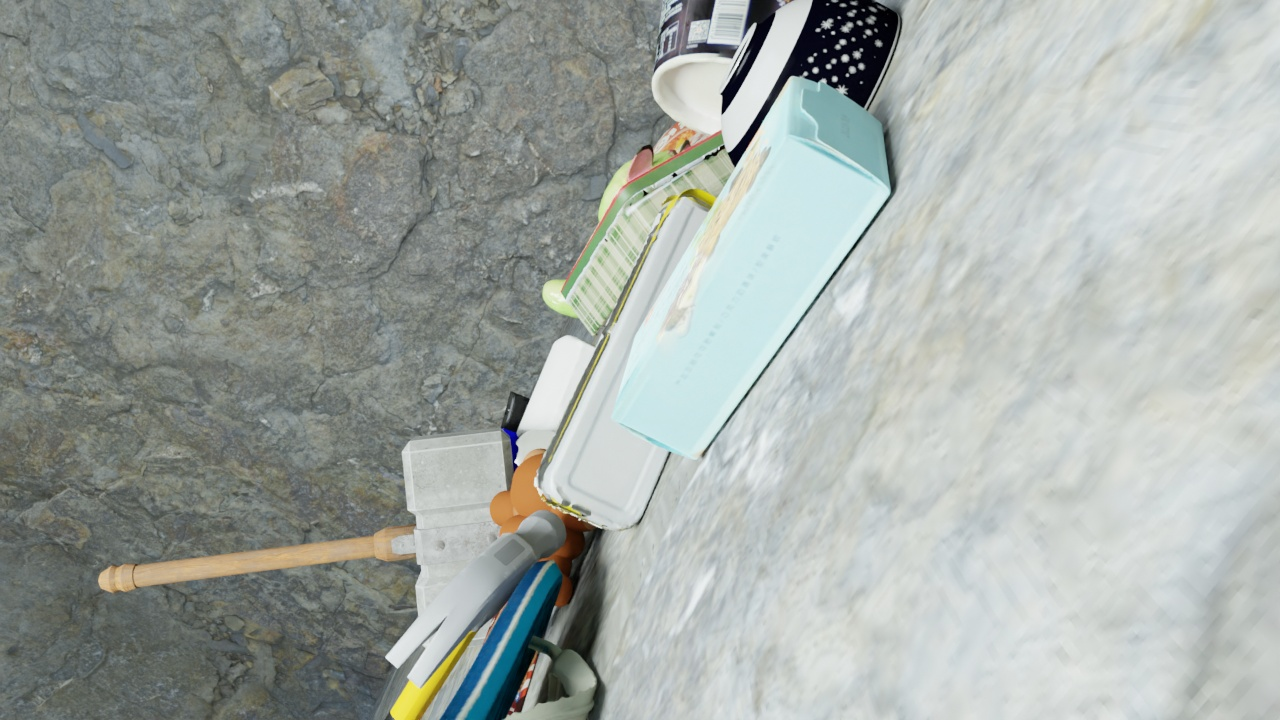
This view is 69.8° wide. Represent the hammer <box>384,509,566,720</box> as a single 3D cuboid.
[{"bbox_3d":[-0.156,0.237,0.596,0.324,0.029,0.126,-57,-12,23],"label":"hammer"}]

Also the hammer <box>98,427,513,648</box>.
[{"bbox_3d":[-0.255,0.152,0.721,0.083,0.317,0.162,172,93,-81],"label":"hammer"}]

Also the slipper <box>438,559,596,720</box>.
[{"bbox_3d":[-0.068,0.190,0.429,0.294,0.060,0.118,-51,-14,-79],"label":"slipper"}]

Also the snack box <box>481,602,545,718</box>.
[{"bbox_3d":[-0.097,0.219,0.630,0.051,0.032,0.140,-58,9,36],"label":"snack box"}]

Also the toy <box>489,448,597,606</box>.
[{"bbox_3d":[-0.064,0.124,0.642,0.095,0.065,0.127,-4,69,34],"label":"toy"}]

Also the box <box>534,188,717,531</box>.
[{"bbox_3d":[0.006,-0.003,0.544,0.209,0.064,0.037,-66,13,-13],"label":"box"}]

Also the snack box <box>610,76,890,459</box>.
[{"bbox_3d":[0.047,-0.039,0.432,0.175,0.053,0.074,-57,9,36],"label":"snack box"}]

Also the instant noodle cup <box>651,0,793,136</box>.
[{"bbox_3d":[0.069,-0.221,0.624,0.137,0.137,0.112,143,144,-74],"label":"instant noodle cup"}]

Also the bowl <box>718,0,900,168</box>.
[{"bbox_3d":[0.083,-0.154,0.516,0.120,0.066,0.120,-62,8,14],"label":"bowl"}]

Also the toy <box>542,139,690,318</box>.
[{"bbox_3d":[-0.005,-0.124,0.933,0.197,0.107,0.149,-51,-11,25],"label":"toy"}]

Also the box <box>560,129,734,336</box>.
[{"bbox_3d":[0.013,-0.092,0.684,0.117,0.051,0.206,-36,-3,-20],"label":"box"}]

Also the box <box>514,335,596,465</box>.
[{"bbox_3d":[-0.061,0.051,0.776,0.126,0.084,0.155,-29,36,66],"label":"box"}]

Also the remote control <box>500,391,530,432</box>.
[{"bbox_3d":[-0.089,0.059,0.860,0.146,0.015,0.033,31,-109,-63],"label":"remote control"}]

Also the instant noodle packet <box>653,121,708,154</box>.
[{"bbox_3d":[0.058,-0.234,1.060,0.221,0.084,0.164,-49,12,21],"label":"instant noodle packet"}]

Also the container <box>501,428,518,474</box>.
[{"bbox_3d":[-0.119,0.121,0.855,0.084,0.085,0.113,-40,12,4],"label":"container"}]
